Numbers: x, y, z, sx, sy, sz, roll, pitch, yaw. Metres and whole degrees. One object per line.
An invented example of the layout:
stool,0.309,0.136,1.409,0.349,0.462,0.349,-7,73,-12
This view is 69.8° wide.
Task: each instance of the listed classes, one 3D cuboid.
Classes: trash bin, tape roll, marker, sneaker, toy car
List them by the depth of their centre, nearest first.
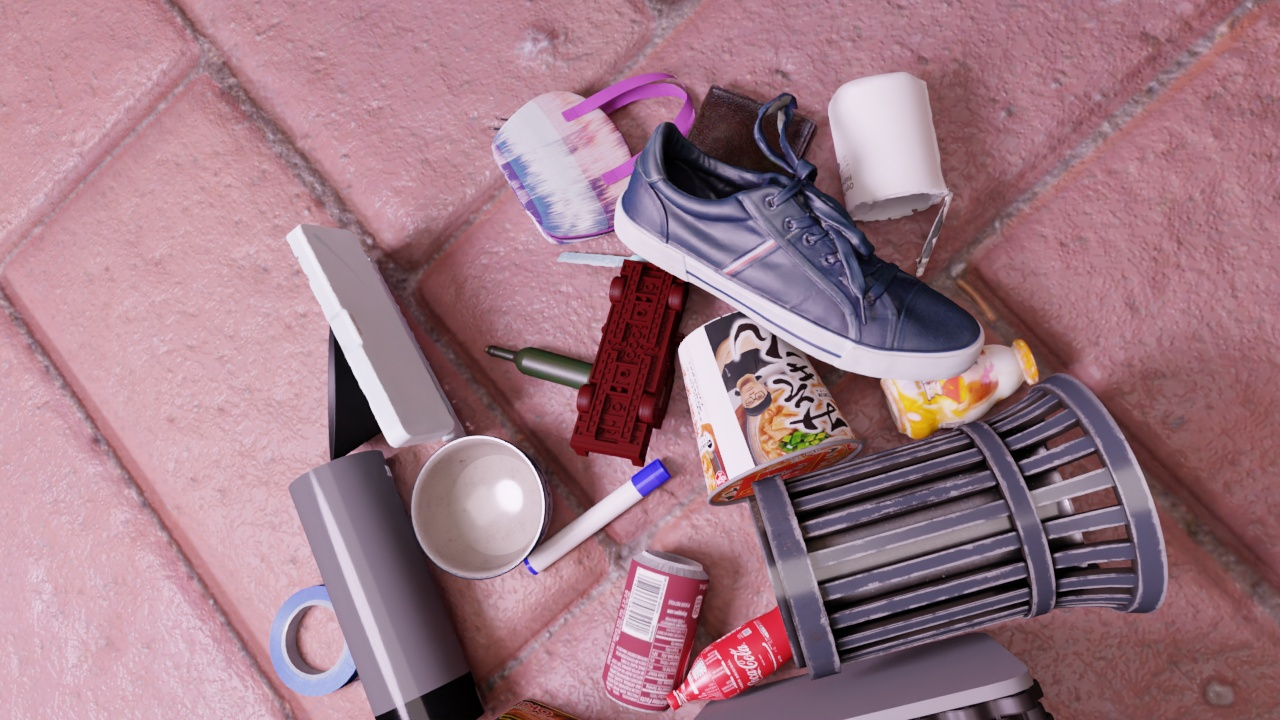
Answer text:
trash bin,0.199,0.121,0.627,0.227,0.164,0.164,-17,80,4
sneaker,0.124,-0.094,0.668,0.294,0.120,0.127,29,135,11
toy car,-0.004,0.004,0.747,0.070,0.062,0.169,9,65,13
marker,-0.037,0.131,0.766,0.141,0.020,0.020,-37,77,6
tape roll,-0.281,0.245,0.807,0.091,0.016,0.093,-16,80,10

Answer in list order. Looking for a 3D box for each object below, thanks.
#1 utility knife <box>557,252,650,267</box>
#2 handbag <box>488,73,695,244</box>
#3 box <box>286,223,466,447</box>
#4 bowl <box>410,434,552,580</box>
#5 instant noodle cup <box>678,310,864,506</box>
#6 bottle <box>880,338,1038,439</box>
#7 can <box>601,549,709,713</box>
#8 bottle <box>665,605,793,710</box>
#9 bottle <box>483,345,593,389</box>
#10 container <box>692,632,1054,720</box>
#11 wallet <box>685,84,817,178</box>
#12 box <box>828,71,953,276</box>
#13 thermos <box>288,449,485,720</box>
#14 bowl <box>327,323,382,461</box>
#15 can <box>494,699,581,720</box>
utility knife,0.009,-0.081,0.784,0.169,0.015,0.022,6,72,16
handbag,-0.033,-0.185,0.784,0.170,0.068,0.144,-31,79,1
box,-0.207,-0.019,0.759,0.043,0.136,0.197,-31,78,10
bowl,-0.125,0.121,0.765,0.116,0.059,0.115,-1,83,12
instant noodle cup,0.089,0.032,0.705,0.124,0.123,0.121,-23,70,9
bottle,0.241,0.018,0.694,0.109,0.063,0.063,-20,80,10
can,0.012,0.211,0.722,0.063,0.063,0.114,14,87,14
bottle,0.083,0.224,0.700,0.141,0.042,0.042,-28,78,-11
bottle,-0.086,0.003,0.788,0.106,0.025,0.025,15,87,14
container,0.166,0.333,0.585,0.247,0.245,0.243,-18,77,10
wallet,0.081,-0.162,0.769,0.099,0.031,0.120,22,86,11
box,0.202,-0.140,0.714,0.092,0.081,0.161,-7,84,0
thermos,-0.210,0.201,0.763,0.082,0.082,0.240,-27,79,8
bowl,-0.240,0.027,0.792,0.052,0.124,0.124,0,82,-21
can,-0.064,0.322,0.707,0.131,0.101,0.072,17,87,14
